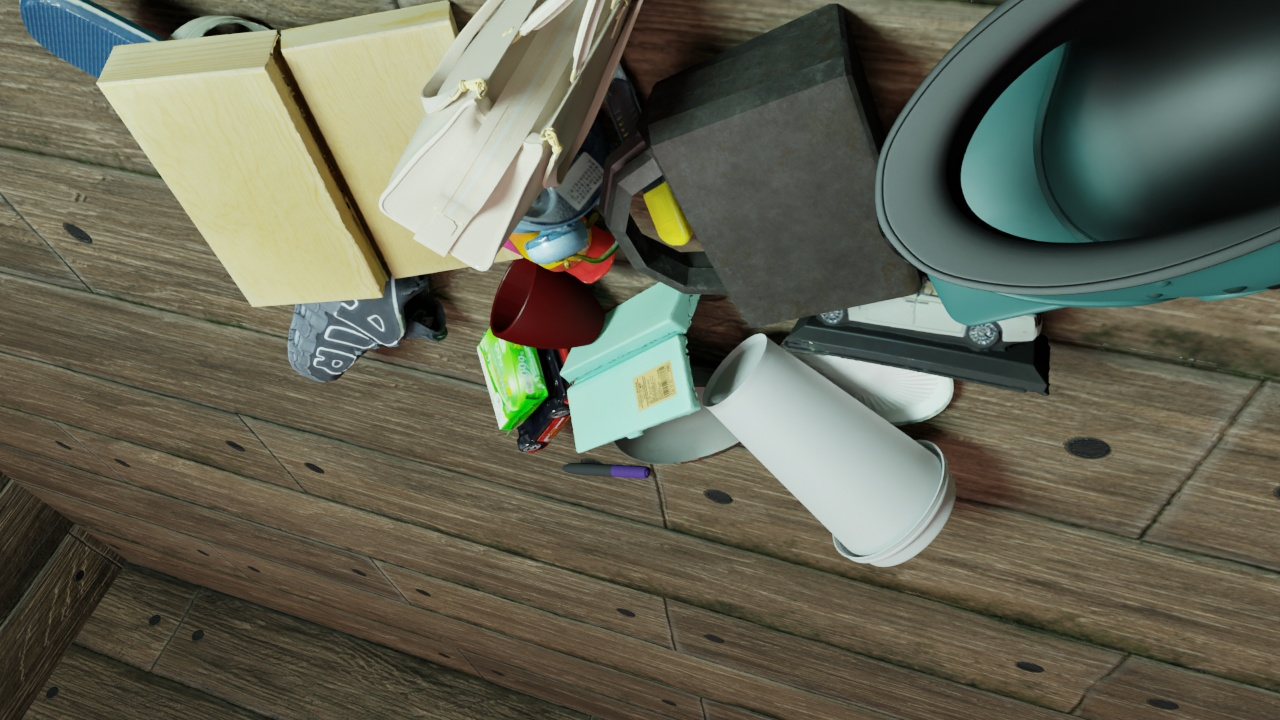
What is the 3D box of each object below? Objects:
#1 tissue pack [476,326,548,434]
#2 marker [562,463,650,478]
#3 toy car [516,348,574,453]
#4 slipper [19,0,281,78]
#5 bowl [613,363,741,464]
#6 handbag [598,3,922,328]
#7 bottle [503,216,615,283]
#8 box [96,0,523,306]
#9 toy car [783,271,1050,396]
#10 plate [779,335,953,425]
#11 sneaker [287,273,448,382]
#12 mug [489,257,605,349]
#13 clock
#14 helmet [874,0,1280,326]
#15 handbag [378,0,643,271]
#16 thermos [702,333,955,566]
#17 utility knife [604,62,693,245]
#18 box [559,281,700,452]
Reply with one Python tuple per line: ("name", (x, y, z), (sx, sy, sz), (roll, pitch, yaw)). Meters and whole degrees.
("tissue pack", (-0.134, 0.010, 0.953), (0.034, 0.114, 0.100), (-10, 162, -29))
("marker", (-0.045, 0.141, 1.177), (0.134, 0.015, 0.018), (-1, 170, 33))
("toy car", (-0.105, 0.039, 0.997), (0.056, 0.081, 0.190), (-12, 161, -25))
("slipper", (-0.333, -0.225, 0.746), (0.294, 0.060, 0.118), (23, 152, -25))
("bowl", (0.042, 0.044, 0.911), (0.150, 0.056, 0.151), (-6, 146, -4))
("handbag", (0.071, -0.112, 0.628), (0.200, 0.102, 0.197), (-13, 136, 21))
("bottle", (-0.079, -0.108, 0.749), (0.049, 0.071, 0.134), (-39, 137, 28))
("box", (-0.241, -0.152, 0.735), (0.253, 0.068, 0.247), (-12, 145, -1))
("toy car", (0.213, -0.038, 0.692), (0.192, 0.093, 0.071), (11, 117, 20))
("plate", (0.200, 0.010, 0.822), (0.157, 0.014, 0.157), (16, 148, 10))
("sneaker", (-0.279, -0.043, 0.968), (0.151, 0.097, 0.253), (24, 144, -8))
("mug", (-0.086, -0.049, 0.862), (0.088, 0.087, 0.114), (22, 180, -28))
("clock", (-0.072, -0.137, 0.670), (0.162, 0.117, 0.060), (41, 156, -18))
("helmet", (0.242, -0.107, 0.443), (0.276, 0.199, 0.176), (-23, 84, 34))
("handbag", (-0.057, -0.171, 0.528), (0.101, 0.194, 0.198), (31, 151, -16))
("thermos", (0.165, 0.077, 0.824), (0.222, 0.131, 0.132), (39, 146, -14))
("utility knife", (0.006, -0.151, 0.690), (0.029, 0.020, 0.173), (4, 146, 25))
("box", (-0.011, 0.003, 0.831), (0.052, 0.138, 0.187), (23, 151, -28))
